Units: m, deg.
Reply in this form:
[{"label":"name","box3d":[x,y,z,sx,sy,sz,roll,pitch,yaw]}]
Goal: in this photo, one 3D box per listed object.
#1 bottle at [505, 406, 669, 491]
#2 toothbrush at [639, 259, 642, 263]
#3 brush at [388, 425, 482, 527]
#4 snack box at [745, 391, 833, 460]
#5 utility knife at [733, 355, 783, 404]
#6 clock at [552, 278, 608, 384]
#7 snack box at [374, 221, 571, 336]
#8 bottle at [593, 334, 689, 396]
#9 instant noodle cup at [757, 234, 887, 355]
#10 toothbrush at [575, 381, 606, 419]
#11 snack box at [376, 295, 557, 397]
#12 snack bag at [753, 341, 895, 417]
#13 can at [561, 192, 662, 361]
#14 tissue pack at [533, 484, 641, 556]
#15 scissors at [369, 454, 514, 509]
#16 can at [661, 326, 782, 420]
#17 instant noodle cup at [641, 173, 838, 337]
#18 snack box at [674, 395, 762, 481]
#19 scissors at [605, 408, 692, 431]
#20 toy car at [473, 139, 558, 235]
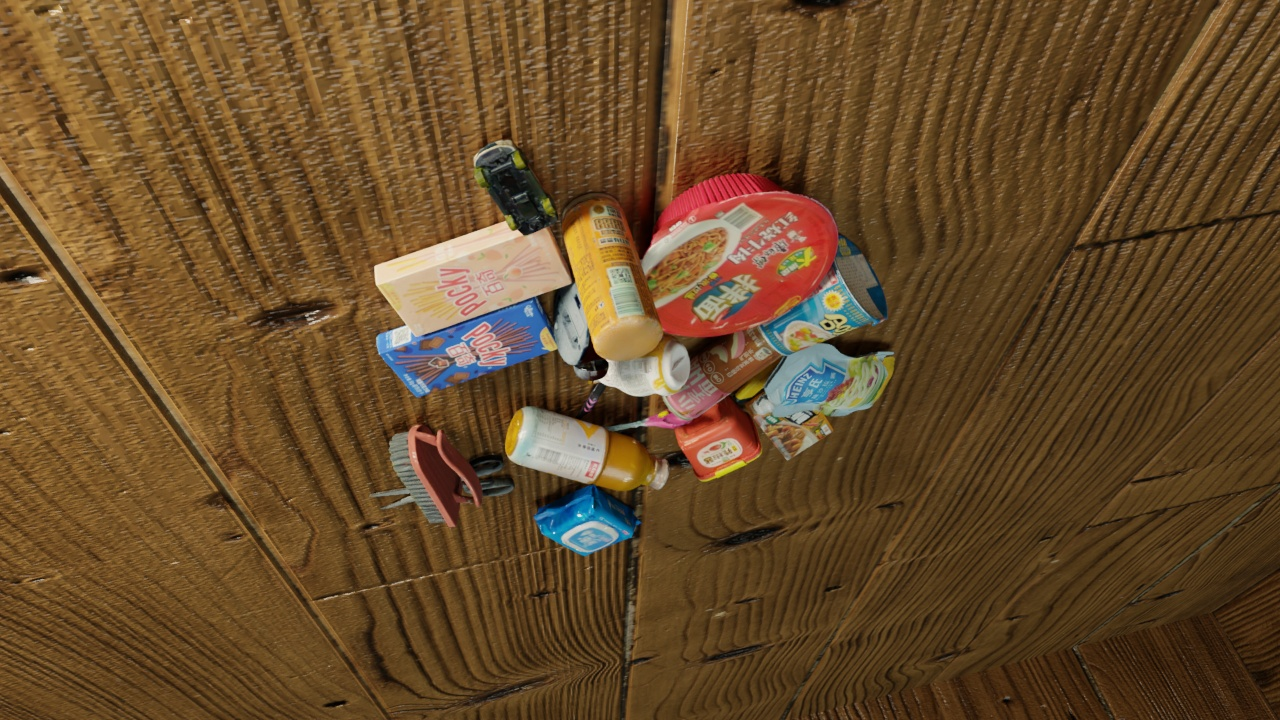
[{"label":"bottle","box3d":[-0.058,0.107,1.051,0.189,0.067,0.068,18,135,-19]},{"label":"toothbrush","box3d":[0.016,-0.041,0.951,0.029,0.021,0.189,11,149,17]},{"label":"brush","box3d":[-0.228,0.125,1.036,0.069,0.063,0.146,-7,138,8]},{"label":"snack box","box3d":[0.192,0.073,1.171,0.075,0.026,0.154,-34,144,6]},{"label":"utility knife","box3d":[0.167,-0.007,1.066,0.033,0.015,0.193,-12,152,-45]},{"label":"clock","box3d":[-0.049,-0.030,0.885,0.055,0.082,0.122,-5,142,-28]},{"label":"snack box","box3d":[-0.148,-0.077,0.823,0.157,0.026,0.084,-19,146,3]},{"label":"bottle","box3d":[-0.006,0.006,0.952,0.109,0.063,0.063,-2,155,31]},{"label":"instant noodle cup","box3d":[0.178,-0.058,0.936,0.110,0.099,0.099,-30,145,32]},{"label":"toothbrush","box3d":[-0.052,0.043,1.044,0.014,0.017,0.190,10,137,-25]},{"label":"snack box","box3d":[-0.166,-0.018,0.898,0.157,0.026,0.084,-19,146,3]},{"label":"snack bag","box3d":[0.218,0.024,1.086,0.190,0.038,0.111,3,134,-39]},{"label":"can","box3d":[-0.026,-0.072,0.775,0.058,0.145,0.058,-12,146,-8]},{"label":"tissue pack","box3d":[-0.070,0.224,1.263,0.095,0.052,0.157,-27,145,16]},{"label":"scissors","box3d":[-0.235,0.155,1.130,0.170,0.014,0.160,17,134,-38]},{"label":"can","box3d":[0.092,0.007,1.016,0.057,0.057,0.148,21,131,-42]},{"label":"instant noodle cup","box3d":[0.081,-0.104,0.847,0.193,0.065,0.194,-12,147,-8]},{"label":"snack box","box3d":[0.091,0.090,1.123,0.091,0.082,0.080,-27,131,13]},{"label":"scissors","box3d":[0.001,0.077,1.082,0.137,0.077,0.017,-14,104,0]},{"label":"toy car","box3d":[-0.102,-0.142,0.743,0.042,0.035,0.090,-24,140,8]}]
